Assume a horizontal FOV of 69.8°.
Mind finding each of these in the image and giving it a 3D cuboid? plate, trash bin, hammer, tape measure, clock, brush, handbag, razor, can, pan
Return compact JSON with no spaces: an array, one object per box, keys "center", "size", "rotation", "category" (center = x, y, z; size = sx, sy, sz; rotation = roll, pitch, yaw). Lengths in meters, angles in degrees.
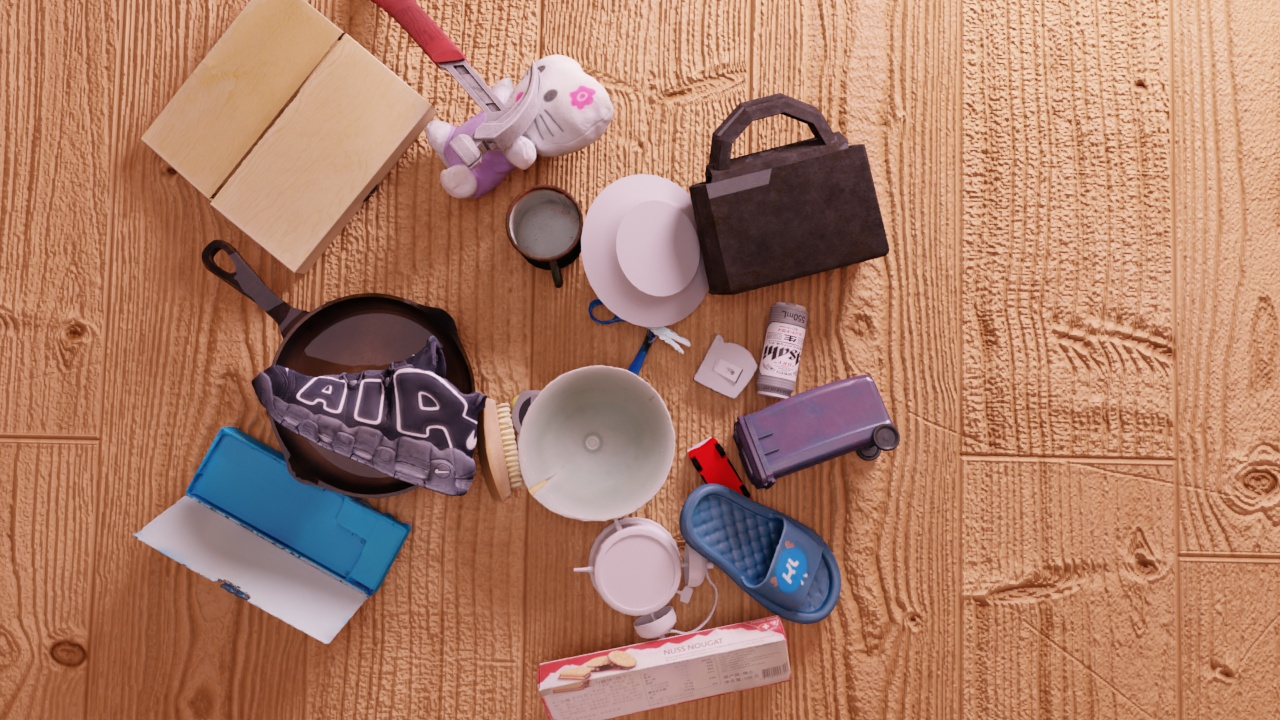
[{"center":[0.016,-0.125,1.027],"size":[0.172,0.019,0.172],"rotation":[1,87,-28],"category":"plate"},{"center":[0.189,0.084,1.019],"size":[0.161,0.094,0.092],"rotation":[-19,77,-3],"category":"trash bin"},{"center":[-0.226,-0.353,1.027],"size":[0.126,0.036,0.315],"rotation":[-39,67,-2],"category":"hammer"},{"center":[-0.117,0.067,1.059],"size":[0.064,0.017,0.065],"rotation":[0,87,0],"category":"tape measure"},{"center":[0.012,0.244,1.031],"size":[0.159,0.061,0.120],"rotation":[34,86,-3],"category":"clock"},{"center":[0.099,0.009,1.059],"size":[0.062,0.020,0.060],"rotation":[28,87,2],"category":"tape measure"},{"center":[-0.162,0.100,1.043],"size":[0.039,0.049,0.117],"rotation":[-7,85,-23],"category":"brush"},{"center":[0.152,-0.194,1.029],"size":[0.197,0.102,0.199],"rotation":[-14,103,-1],"category":"handbag"},{"center":[-0.006,0.006,1.061],"size":[0.044,0.018,0.141],"rotation":[26,87,2],"category":"razor"},{"center":[0.162,-0.011,1.048],"size":[0.044,0.044,0.106],"rotation":[12,87,1],"category":"can"},{"center":[-0.347,-0.005,1.035],"size":[0.356,0.043,0.248],"rotation":[43,89,-4],"category":"pan"}]

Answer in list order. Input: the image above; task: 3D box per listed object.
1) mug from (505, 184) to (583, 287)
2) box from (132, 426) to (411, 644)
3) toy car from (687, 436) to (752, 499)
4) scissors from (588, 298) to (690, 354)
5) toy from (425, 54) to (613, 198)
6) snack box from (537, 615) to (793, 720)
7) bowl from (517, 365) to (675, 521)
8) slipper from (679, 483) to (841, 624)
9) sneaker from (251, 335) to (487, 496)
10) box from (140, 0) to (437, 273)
[{"center":[-0.102,-0.134,1.038],"size":[0.085,0.081,0.111],"rotation":[-12,87,-1],"category":"mug"},{"center":[-0.404,0.198,1.027],"size":[0.243,0.075,0.166],"rotation":[29,58,2],"category":"box"},{"center":[0.091,0.134,1.050],"size":[0.038,0.025,0.089],"rotation":[-31,89,-3],"category":"toy car"},{"center":[0.001,-0.043,1.057],"size":[0.134,0.016,0.073],"rotation":[40,86,12],"category":"scissors"},{"center":[-0.133,-0.259,1.037],"size":[0.209,0.085,0.137],"rotation":[-28,54,5],"category":"toy"},{"center":[0.027,0.344,1.012],"size":[0.273,0.044,0.077],"rotation":[-13,122,0],"category":"snack box"},{"center":[-0.052,0.091,1.029],"size":[0.174,0.068,0.174],"rotation":[0,90,-8],"category":"bowl"},{"center":[0.139,0.209,1.014],"size":[0.213,0.059,0.103],"rotation":[36,72,-11],"category":"slipper"},{"center":[-0.274,0.033,0.975],"size":[0.252,0.097,0.150],"rotation":[25,84,-5],"category":"sneaker"},{"center":[-0.407,-0.272,1.056],"size":[0.257,0.076,0.247],"rotation":[40,91,8],"category":"box"}]
